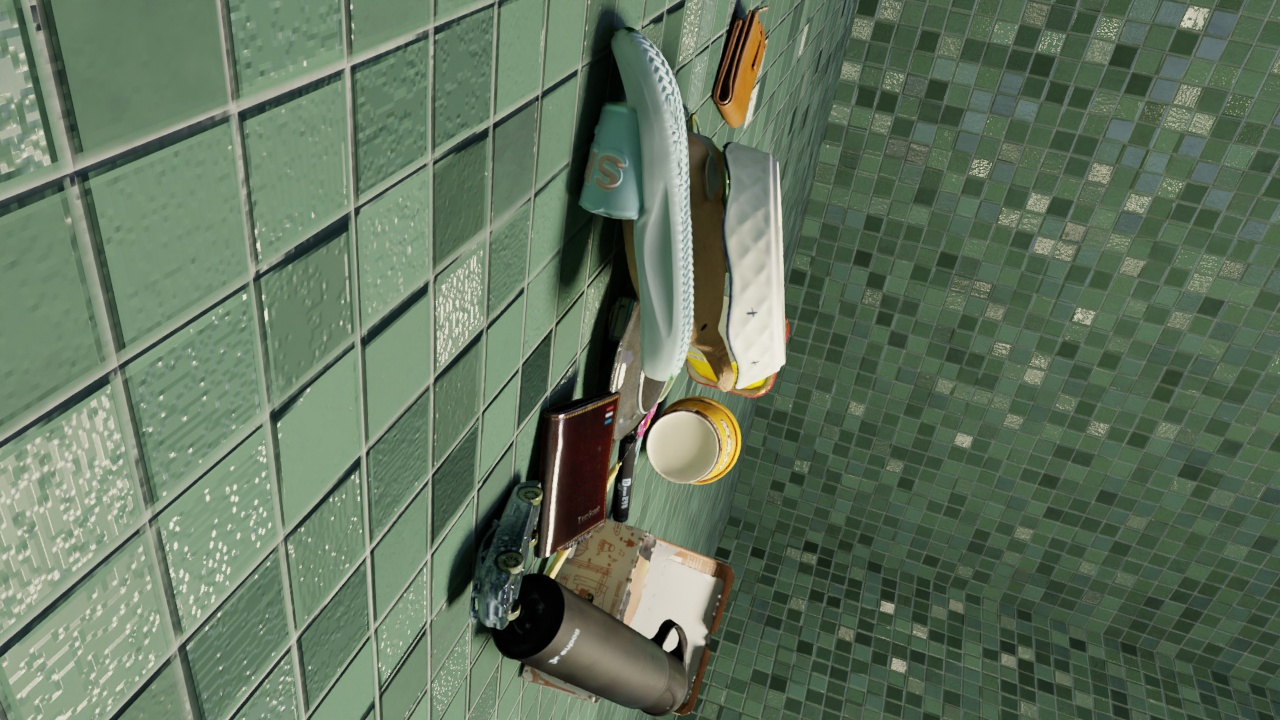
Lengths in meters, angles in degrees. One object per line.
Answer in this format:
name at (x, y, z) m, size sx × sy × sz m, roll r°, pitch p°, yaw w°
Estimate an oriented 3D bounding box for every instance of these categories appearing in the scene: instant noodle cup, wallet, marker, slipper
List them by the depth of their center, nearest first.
slipper at (-0.003, -0.105, 0.651) m, size 0.104 × 0.074 × 0.245 m, roll -57°, pitch 144°, yaw -73°
wallet at (-0.052, 0.091, 0.752) m, size 0.096 × 0.020 × 0.122 m, roll -15°, pitch 116°, yaw -56°
wallet at (0.114, -0.332, 1.034) m, size 0.130 × 0.035 × 0.119 m, roll -19°, pitch 131°, yaw -77°
marker at (-0.019, 0.140, 1.083) m, size 0.022 × 0.020 × 0.132 m, roll -80°, pitch 178°, yaw -53°
instant noodle cup at (0.106, -0.027, 1.103) m, size 0.123 × 0.116 × 0.116 m, roll 32°, pitch 75°, yaw -66°
instant noodle cup at (0.065, 0.107, 1.195) m, size 0.114 × 0.118 × 0.118 m, roll 2°, pitch 104°, yaw -76°

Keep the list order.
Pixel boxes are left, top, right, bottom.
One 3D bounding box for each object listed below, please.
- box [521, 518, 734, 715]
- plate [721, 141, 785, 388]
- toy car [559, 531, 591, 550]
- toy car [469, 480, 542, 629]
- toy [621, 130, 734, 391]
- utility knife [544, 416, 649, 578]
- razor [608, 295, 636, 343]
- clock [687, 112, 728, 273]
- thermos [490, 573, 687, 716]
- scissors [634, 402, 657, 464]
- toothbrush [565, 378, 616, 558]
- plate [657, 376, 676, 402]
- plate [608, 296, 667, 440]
box at (-0.015, 0.273, 0.988) m, size 0.271 × 0.133 × 0.179 m, roll 33°, pitch 71°, yaw -49°
plate at (0.098, -0.081, 0.776) m, size 0.204 × 0.045 × 0.205 m, roll 0°, pitch 89°, yaw -81°
toy car at (-0.059, 0.111, 0.795) m, size 0.049 × 0.031 × 0.106 m, roll -15°, pitch 115°, yaw -57°
toy car at (-0.095, 0.136, 0.660) m, size 0.120 × 0.037 × 0.054 m, roll -75°, pitch 174°, yaw -57°
toy at (0.037, -0.077, 0.770) m, size 0.143 × 0.083 × 0.226 m, roll -26°, pitch 114°, yaw -57°
utility knife at (-0.045, 0.135, 0.863) m, size 0.208 × 0.021 × 0.031 m, roll -63°, pitch -178°, yaw -10°
razor at (-0.002, -0.047, 0.864) m, size 0.132 × 0.028 × 0.043 m, roll -28°, pitch 130°, yaw -69°
clock at (0.062, -0.158, 0.890) m, size 0.116 × 0.056 × 0.161 m, roll -17°, pitch 103°, yaw -78°
thermos at (-0.029, 0.246, 0.803) m, size 0.090 × 0.068 × 0.242 m, roll -60°, pitch 141°, yaw -13°
scissors at (0.002, 0.085, 1.123) m, size 0.134 × 0.017 × 0.131 m, roll 99°, pitch 10°, yaw -52°
toothbrush at (-0.040, 0.089, 0.891) m, size 0.026 × 0.027 × 0.212 m, roll 19°, pitch 88°, yaw -35°
plate at (0.041, -0.064, 1.058) m, size 0.230 × 0.027 × 0.230 m, roll 17°, pitch 89°, yaw -78°
plate at (0.012, -0.007, 0.863) m, size 0.179 × 0.024 × 0.179 m, roll 19°, pitch 89°, yaw -77°
